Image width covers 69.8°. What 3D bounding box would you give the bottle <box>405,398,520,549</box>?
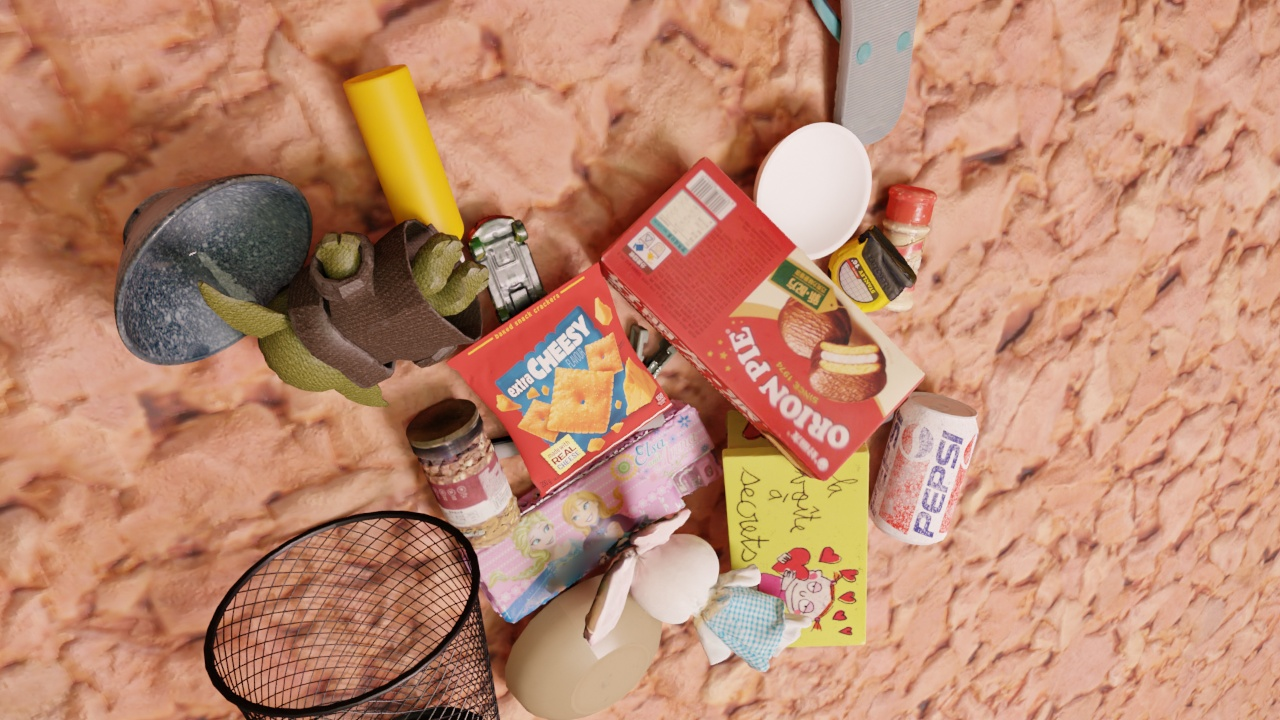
[{"bbox_3d":[-0.134,0.088,0.702,0.056,0.056,0.105,-26,119,-16],"label":"bottle"}]

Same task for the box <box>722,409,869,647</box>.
[{"bbox_3d":[0.137,0.150,0.811,0.124,0.080,0.221,-1,123,6],"label":"box"}]

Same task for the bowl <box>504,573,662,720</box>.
[{"bbox_3d":[-0.039,0.258,0.796,0.152,0.050,0.153,-23,134,-26],"label":"bowl"}]

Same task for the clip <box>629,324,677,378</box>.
[{"bbox_3d":[-0.001,0.011,0.759,0.059,0.023,0.076,23,96,-30],"label":"clip"}]

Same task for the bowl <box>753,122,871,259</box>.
[{"bbox_3d":[0.132,-0.141,0.752,0.109,0.040,0.110,-10,114,-23],"label":"bowl"}]

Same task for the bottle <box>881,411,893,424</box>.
[{"bbox_3d":[0.184,0.064,0.867,0.112,0.030,0.030,-22,118,-18],"label":"bottle"}]

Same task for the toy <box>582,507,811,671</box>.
[{"bbox_3d":[0.055,0.187,0.764,0.205,0.105,0.131,27,102,-22],"label":"toy"}]

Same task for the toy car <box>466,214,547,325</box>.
[{"bbox_3d":[-0.096,-0.063,0.672,0.042,0.036,0.091,-26,120,-15],"label":"toy car"}]

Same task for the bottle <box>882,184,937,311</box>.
[{"bbox_3d":[0.233,-0.100,0.819,0.044,0.044,0.109,-4,113,-25],"label":"bottle"}]

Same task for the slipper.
[{"bbox_3d":[0.177,-0.302,0.713,0.098,0.055,0.269,-26,130,-18],"label":"slipper"}]

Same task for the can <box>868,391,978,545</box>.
[{"bbox_3d":[0.278,0.106,0.902,0.078,0.078,0.136,3,108,-27],"label":"can"}]

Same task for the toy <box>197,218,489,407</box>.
[{"bbox_3d":[-0.175,-0.032,0.598,0.153,0.078,0.179,-22,148,12],"label":"toy"}]

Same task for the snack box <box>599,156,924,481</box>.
[{"bbox_3d":[0.089,-0.029,0.698,0.236,0.060,0.113,44,83,0],"label":"snack box"}]

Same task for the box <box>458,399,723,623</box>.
[{"bbox_3d":[-0.036,0.125,0.768,0.230,0.053,0.085,-32,121,-12],"label":"box"}]

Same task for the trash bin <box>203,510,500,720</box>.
[{"bbox_3d":[-0.188,0.252,0.677,0.183,0.184,0.210,-20,123,-19],"label":"trash bin"}]

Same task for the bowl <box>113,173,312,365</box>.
[{"bbox_3d":[-0.273,-0.068,0.559,0.137,0.057,0.137,-49,167,-16],"label":"bowl"}]

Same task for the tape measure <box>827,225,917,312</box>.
[{"bbox_3d":[0.197,-0.076,0.800,0.065,0.037,0.064,50,125,1],"label":"tape measure"}]

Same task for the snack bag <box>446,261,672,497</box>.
[{"bbox_3d":[-0.056,0.017,0.700,0.130,0.039,0.144,-34,122,-9],"label":"snack bag"}]

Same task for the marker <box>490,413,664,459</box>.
[{"bbox_3d":[-0.050,0.059,0.741,0.140,0.016,0.016,-11,115,-11],"label":"marker"}]

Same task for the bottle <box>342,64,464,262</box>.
[{"bbox_3d":[-0.152,-0.121,0.617,0.043,0.043,0.144,-24,119,-16],"label":"bottle"}]
